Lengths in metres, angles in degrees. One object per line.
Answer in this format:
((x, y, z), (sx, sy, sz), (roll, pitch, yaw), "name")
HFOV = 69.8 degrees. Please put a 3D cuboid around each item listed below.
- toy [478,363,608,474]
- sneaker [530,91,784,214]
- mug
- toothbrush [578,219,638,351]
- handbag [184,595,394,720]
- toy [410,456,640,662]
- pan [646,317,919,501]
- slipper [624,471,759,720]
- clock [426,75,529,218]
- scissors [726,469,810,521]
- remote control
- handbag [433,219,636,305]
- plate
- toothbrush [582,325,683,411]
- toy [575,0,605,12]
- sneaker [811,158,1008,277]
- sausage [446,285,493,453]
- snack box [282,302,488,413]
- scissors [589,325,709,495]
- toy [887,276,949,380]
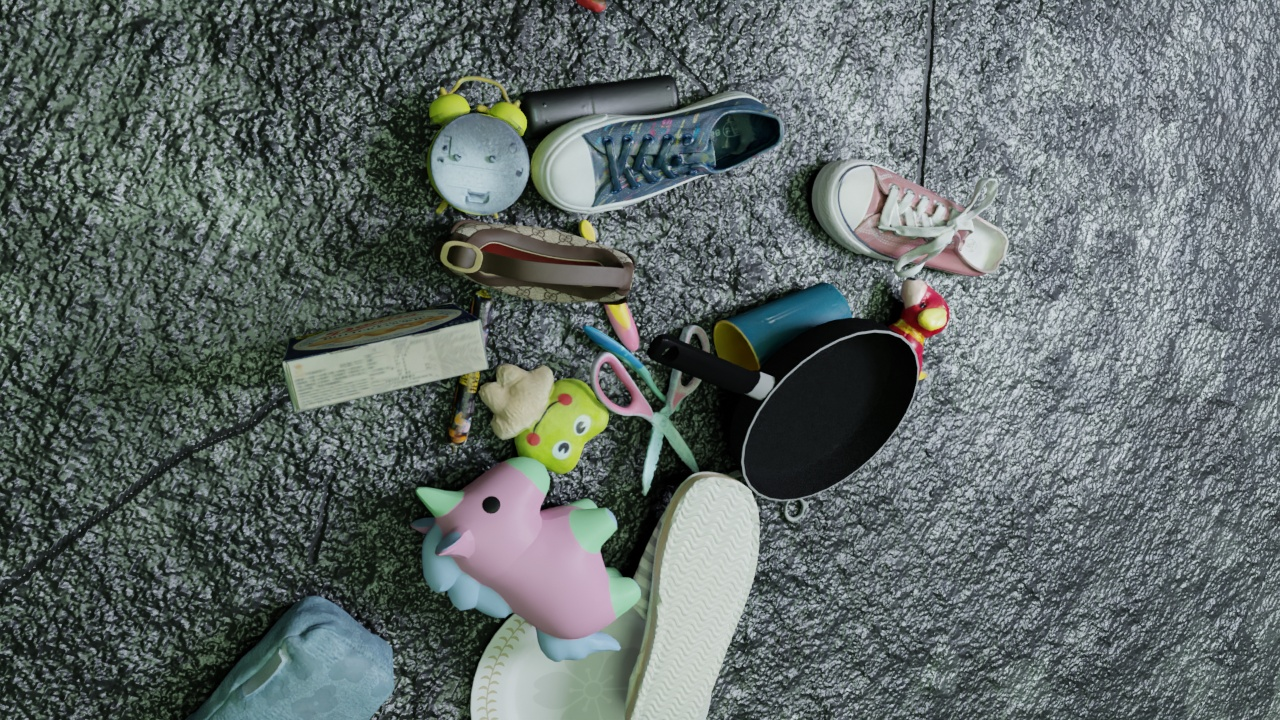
((-0.091, 0.047, 0.842), (0.118, 0.043, 0.092), (39, 87, -21), "toy")
((0.022, -0.180, 0.812), (0.235, 0.079, 0.087), (-19, 121, -19), "sneaker")
((0.143, -0.027, 0.901), (0.121, 0.078, 0.078), (-26, 108, -20), "mug")
((-0.030, -0.069, 0.858), (0.021, 0.016, 0.135), (-28, 111, -16), "toothbrush")
((-0.300, 0.306, 0.774), (0.192, 0.118, 0.122), (-44, 112, -2), "handbag")
((-0.100, 0.189, 0.824), (0.170, 0.120, 0.222), (-23, 102, -21), "toy")
((0.124, 0.027, 0.836), (0.355, 0.044, 0.204), (22, 111, -42), "pan")
((0.044, 0.238, 0.888), (0.114, 0.054, 0.273), (10, 97, -19), "slipper")
((-0.137, -0.178, 0.772), (0.083, 0.057, 0.119), (4, 99, -20), "clock")
((0.160, 0.100, 0.963), (0.174, 0.014, 0.142), (-26, 112, -16), "scissors")
((-0.034, -0.228, 0.822), (0.151, 0.020, 0.041), (-14, 105, -20), "remote control")
((-0.088, -0.081, 0.764), (0.166, 0.138, 0.063), (10, 95, -12), "handbag")
((-0.047, 0.332, 0.917), (0.242, 0.016, 0.242), (-2, 98, -12), "plate")
((-0.005, 0.005, 0.879), (0.135, 0.022, 0.017), (42, 75, -26), "toothbrush")
((-0.037, -0.361, 0.755), (0.088, 0.094, 0.133), (8, 99, -22), "toy")
((0.285, -0.137, 0.923), (0.240, 0.088, 0.118), (15, 95, -23), "sneaker")
((-0.152, 0.008, 0.824), (0.020, 0.020, 0.155), (10, 97, -22), "sausage")
((-0.206, -0.006, 0.732), (0.144, 0.145, 0.042), (-14, 103, -17), "snack box")
((0.025, 0.037, 0.882), (0.168, 0.014, 0.170), (-47, 118, -20), "scissors")
((0.269, -0.013, 0.958), (0.137, 0.067, 0.105), (-48, 120, 3), "toy")
